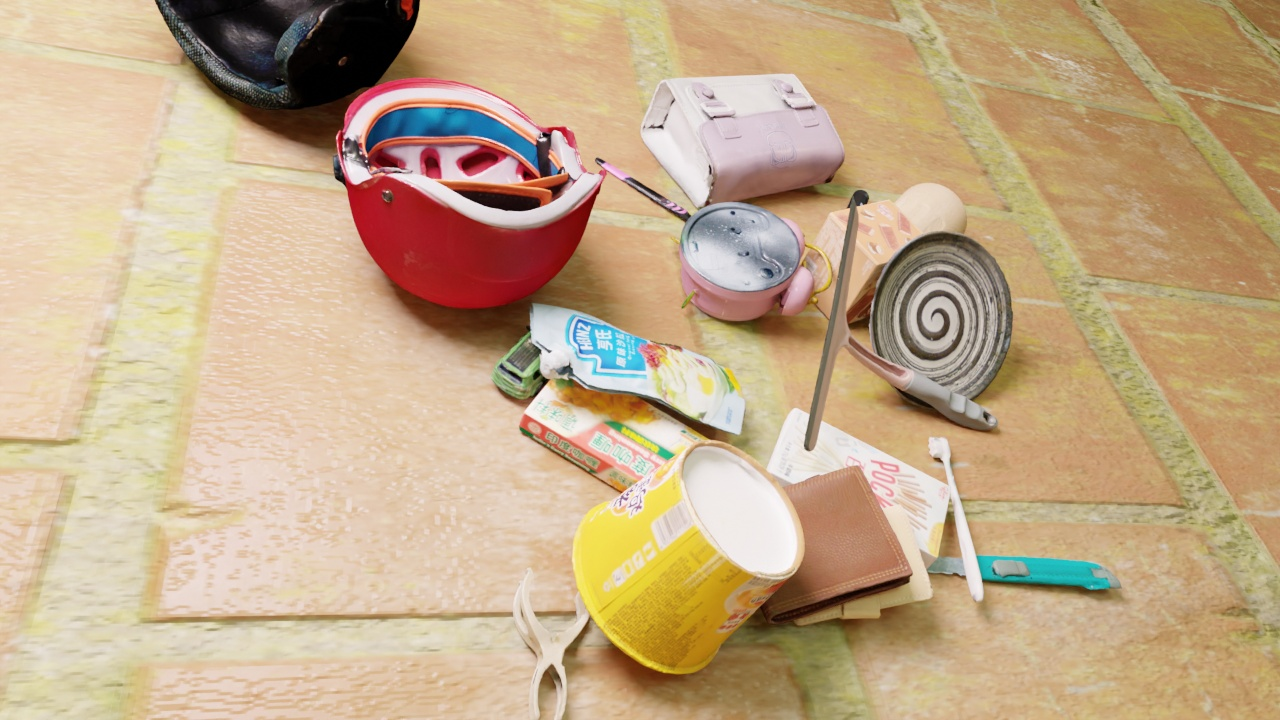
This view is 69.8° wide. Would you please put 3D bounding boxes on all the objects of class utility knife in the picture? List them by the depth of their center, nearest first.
[{"bbox_3d":[0.323,0.182,0.797,0.216,0.013,0.029,6,46,-12],"label":"utility knife"}]

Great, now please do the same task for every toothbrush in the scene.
[{"bbox_3d":[0.278,0.135,0.812,0.016,0.016,0.179,8,43,-4],"label":"toothbrush"},{"bbox_3d":[0.028,-0.170,0.983,0.189,0.018,0.014,34,49,10],"label":"toothbrush"}]

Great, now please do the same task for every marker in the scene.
[{"bbox_3d":[0.238,-0.157,1.056,0.022,0.020,0.131,8,42,25],"label":"marker"}]

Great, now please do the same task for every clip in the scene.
[{"bbox_3d":[-0.050,0.190,0.626,0.092,0.035,0.103,-10,60,-28],"label":"clip"}]

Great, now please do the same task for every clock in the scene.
[{"bbox_3d":[0.112,-0.095,0.904,0.158,0.060,0.117,-1,54,-6],"label":"clock"}]

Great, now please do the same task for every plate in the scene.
[{"bbox_3d":[0.298,-0.040,0.918,0.179,0.024,0.179,-1,93,-22],"label":"plate"}]

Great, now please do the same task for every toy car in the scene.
[{"bbox_3d":[-0.088,-0.005,0.779,0.043,0.036,0.091,32,43,8],"label":"toy car"}]

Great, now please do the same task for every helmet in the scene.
[{"bbox_3d":[-0.156,-0.136,0.794,0.206,0.144,0.240,-10,42,-30],"label":"helmet"},{"bbox_3d":[-0.313,-0.366,0.845,0.233,0.275,0.229,40,20,1],"label":"helmet"}]

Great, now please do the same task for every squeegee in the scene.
[{"bbox_3d":[0.250,0.014,0.866,0.249,0.040,0.247,28,65,-27],"label":"squeegee"}]

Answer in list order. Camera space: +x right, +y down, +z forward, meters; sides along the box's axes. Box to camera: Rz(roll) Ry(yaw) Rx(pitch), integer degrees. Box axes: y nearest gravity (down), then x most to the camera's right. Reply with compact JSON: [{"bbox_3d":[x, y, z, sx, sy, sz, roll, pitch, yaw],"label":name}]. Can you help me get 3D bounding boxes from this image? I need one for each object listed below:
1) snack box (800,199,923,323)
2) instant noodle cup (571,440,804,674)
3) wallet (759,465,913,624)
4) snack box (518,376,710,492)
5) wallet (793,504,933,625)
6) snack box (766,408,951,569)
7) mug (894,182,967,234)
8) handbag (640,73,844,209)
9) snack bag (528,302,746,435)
[{"bbox_3d":[0.232,-0.101,0.952,0.094,0.093,0.077,-17,58,-33],"label":"snack box"},{"bbox_3d":[0.038,0.129,0.637,0.138,0.110,0.137,28,35,-22],"label":"instant noodle cup"},{"bbox_3d":[0.134,0.141,0.711,0.124,0.032,0.101,-15,56,-9],"label":"wallet"},{"bbox_3d":[-0.014,0.065,0.753,0.156,0.027,0.076,30,46,5],"label":"snack box"},{"bbox_3d":[0.165,0.164,0.727,0.115,0.024,0.087,-8,55,-6],"label":"wallet"},{"bbox_3d":[0.188,0.109,0.796,0.157,0.027,0.084,27,46,5],"label":"snack box"},{"bbox_3d":[0.315,-0.124,1.027,0.103,0.084,0.124,-39,99,-39],"label":"mug"},{"bbox_3d":[0.121,-0.254,1.044,0.196,0.099,0.145,-15,64,-31],"label":"handbag"},{"bbox_3d":[-0.005,0.005,0.773,0.191,0.039,0.110,19,36,-20],"label":"snack bag"}]
